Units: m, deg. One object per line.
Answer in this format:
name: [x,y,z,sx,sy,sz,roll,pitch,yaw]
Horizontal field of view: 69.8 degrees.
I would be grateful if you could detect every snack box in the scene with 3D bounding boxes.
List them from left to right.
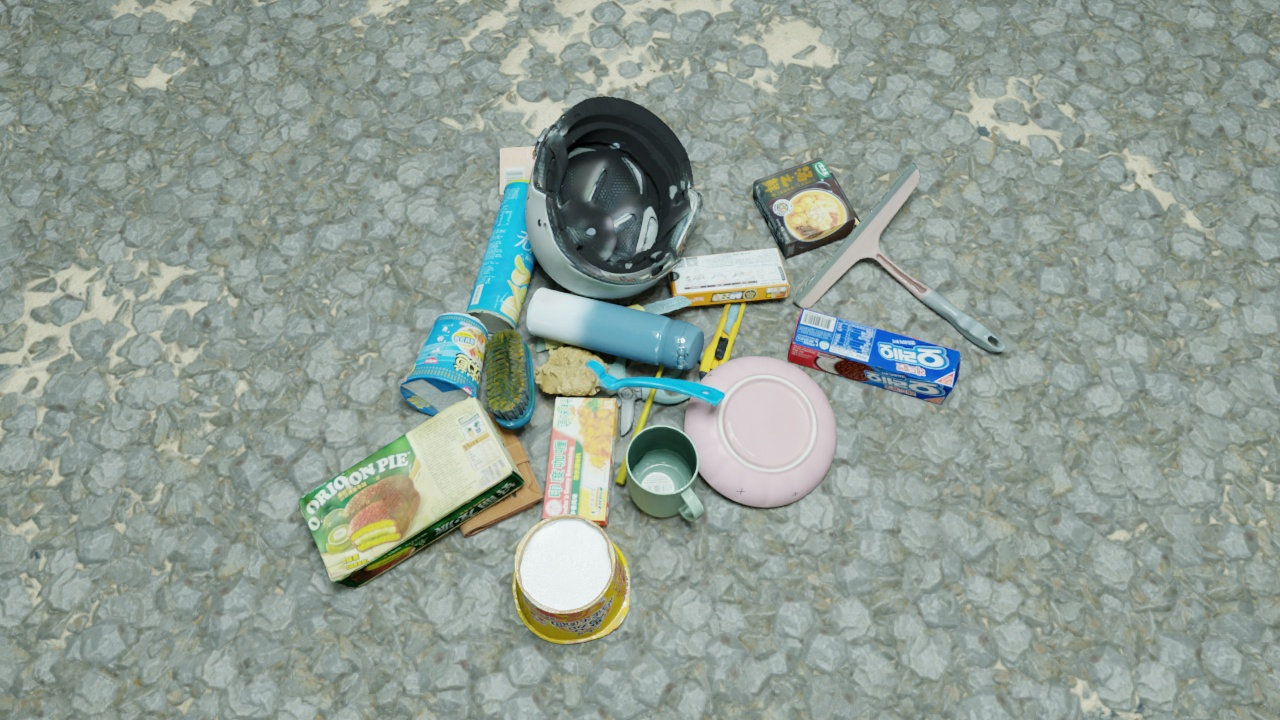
snack box: [-0.266,0.154,1.072,0.240,0.063,0.114,-32,68,-3]
snack box: [-0.122,-0.268,1.311,0.157,0.026,0.084,-3,64,-1]
snack box: [-0.072,0.121,1.118,0.077,0.027,0.155,0,67,9]
snack box: [0.115,-0.111,1.223,0.153,0.026,0.075,-6,47,-2]
snack box: [0.235,-0.214,1.271,0.125,0.053,0.113,-22,66,-3]
snack box: [0.295,-0.006,1.163,0.207,0.058,0.057,16,66,9]

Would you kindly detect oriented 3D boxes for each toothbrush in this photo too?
toothbrush: [0.002,0.064,1.141,0.016,0.016,0.189,16,72,10]

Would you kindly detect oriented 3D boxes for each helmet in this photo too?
helmet: [-0.051,-0.192,1.198,0.230,0.157,0.273,20,57,-20]

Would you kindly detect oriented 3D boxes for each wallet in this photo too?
wallet: [-0.189,0.135,1.120,0.107,0.031,0.131,-23,67,-8]

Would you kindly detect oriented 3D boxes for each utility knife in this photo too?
utility knife: [-0.038,-0.051,1.191,0.213,0.022,0.031,-18,62,12]
utility knife: [0.109,-0.035,1.194,0.033,0.015,0.170,23,59,-4]

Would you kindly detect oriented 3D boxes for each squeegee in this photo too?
squeegee: [0.375,-0.091,1.214,0.249,0.040,0.247,41,87,12]

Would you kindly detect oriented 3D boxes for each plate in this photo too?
plate: [0.150,0.080,1.116,0.192,0.039,0.192,2,71,-7]

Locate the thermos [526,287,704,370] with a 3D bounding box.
thermos: [-0.031,-0.038,1.147,0.221,0.070,0.070,14,65,15]

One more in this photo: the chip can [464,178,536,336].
chip can: [-0.174,-0.137,1.226,0.071,0.071,0.209,10,66,5]

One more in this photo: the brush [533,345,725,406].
brush: [-0.017,0.024,1.114,0.255,0.046,0.082,9,30,29]

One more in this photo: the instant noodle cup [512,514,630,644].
instant noodle cup: [-0.080,0.238,1.024,0.138,0.110,0.137,0,64,0]

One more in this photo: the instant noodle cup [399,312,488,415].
instant noodle cup: [-0.237,0.003,1.153,0.099,0.099,0.109,8,56,4]

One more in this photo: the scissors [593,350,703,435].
scissors: [-0.007,0.006,1.184,0.170,0.019,0.181,-31,69,-12]

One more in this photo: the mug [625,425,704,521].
mug: [0.034,0.143,1.069,0.082,0.106,0.111,-36,69,-16]

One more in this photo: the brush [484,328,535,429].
brush: [-0.158,0.029,1.141,0.055,0.073,0.143,-16,46,5]
